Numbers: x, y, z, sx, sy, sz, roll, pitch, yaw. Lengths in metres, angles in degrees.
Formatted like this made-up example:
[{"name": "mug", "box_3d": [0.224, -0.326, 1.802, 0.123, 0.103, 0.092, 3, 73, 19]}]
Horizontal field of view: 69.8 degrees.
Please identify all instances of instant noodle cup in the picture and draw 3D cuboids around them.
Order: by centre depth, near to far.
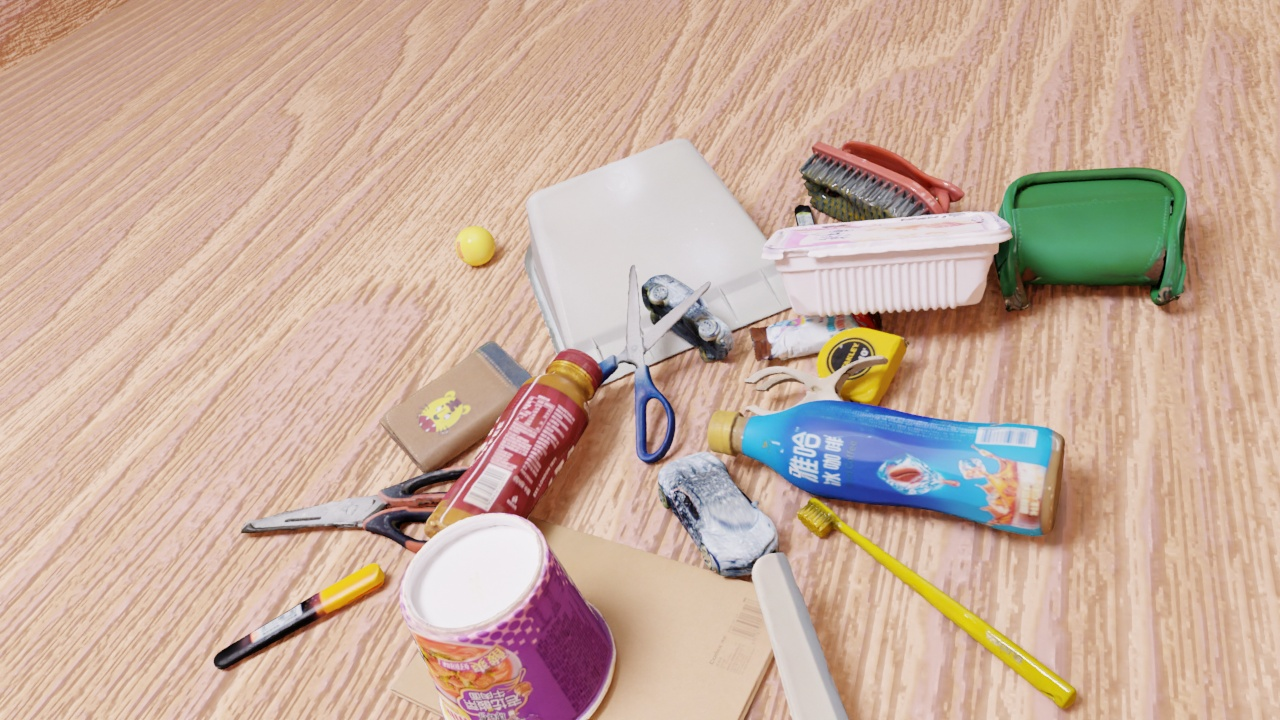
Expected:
[{"name": "instant noodle cup", "box_3d": [-0.080, 0.148, 0.519, 0.112, 0.099, 0.111, -12, 39, 9]}, {"name": "instant noodle cup", "box_3d": [0.187, -0.073, 0.703, 0.174, 0.060, 0.137, -5, 14, 16]}]

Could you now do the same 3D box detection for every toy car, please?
[{"name": "toy car", "box_3d": [0.050, 0.097, 0.600, 0.049, 0.031, 0.105, -20, 39, -17]}, {"name": "toy car", "box_3d": [0.039, -0.035, 0.739, 0.090, 0.043, 0.034, 38, 67, 23]}]

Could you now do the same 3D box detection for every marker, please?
[{"name": "marker", "box_3d": [-0.233, 0.176, 0.629, 0.123, 0.015, 0.018, -29, 38, -10]}, {"name": "marker", "box_3d": [0.152, -0.109, 0.828, 0.018, 0.015, 0.123, -14, 35, 12]}]

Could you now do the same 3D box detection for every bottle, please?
[{"name": "bottle", "box_3d": [0.148, 0.061, 0.584, 0.219, 0.065, 0.065, 6, 44, 28]}, {"name": "bottle", "box_3d": [-0.082, 0.064, 0.647, 0.057, 0.057, 0.174, 9, 49, 29]}]

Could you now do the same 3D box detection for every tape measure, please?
[{"name": "tape measure", "box_3d": [0.160, 0.006, 0.672, 0.057, 0.029, 0.060, 18, 70, 37]}]

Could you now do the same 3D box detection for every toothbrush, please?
[{"name": "toothbrush", "box_3d": [0.161, 0.135, 0.530, 0.016, 0.016, 0.190, -37, 43, -17]}]

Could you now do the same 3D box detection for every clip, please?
[{"name": "clip", "box_3d": [0.125, 0.024, 0.645, 0.101, 0.034, 0.076, -7, 73, 24]}]

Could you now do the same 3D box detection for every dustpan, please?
[{"name": "dustpan", "box_3d": [0.001, -0.093, 0.869, 0.222, 0.143, 0.257, -22, 68, -6]}]

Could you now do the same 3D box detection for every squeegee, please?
[{"name": "squeegee", "box_3d": [-0.007, 0.231, 0.441, 0.246, 0.039, 0.246, -21, 49, 4]}]

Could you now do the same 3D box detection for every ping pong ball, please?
[{"name": "ping pong ball", "box_3d": [-0.168, -0.117, 0.934, 0.040, 0.040, 0.040, -10, 39, 8]}]

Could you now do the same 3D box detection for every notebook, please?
[{"name": "notebook", "box_3d": [-0.029, 0.173, 0.558, 0.212, 0.012, 0.149, 10, 45, 30]}]

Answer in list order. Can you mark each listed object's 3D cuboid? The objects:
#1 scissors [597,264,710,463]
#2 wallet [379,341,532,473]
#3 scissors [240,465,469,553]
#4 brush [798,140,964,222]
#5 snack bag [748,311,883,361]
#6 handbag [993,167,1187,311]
[{"name": "scissors", "box_3d": [-0.008, 0.005, 0.706, 0.176, 0.012, 0.162, -34, 55, 14]}, {"name": "wallet", "box_3d": [-0.149, 0.037, 0.752, 0.115, 0.033, 0.090, -37, 43, -18]}, {"name": "scissors", "box_3d": [-0.204, 0.123, 0.679, 0.210, 0.015, 0.177, -30, 41, -15]}, {"name": "brush", "box_3d": [0.214, -0.153, 0.817, 0.069, 0.063, 0.146, -42, 44, -9]}, {"name": "snack bag", "box_3d": [0.139, -0.021, 0.717, 0.105, 0.026, 0.045, -12, 40, 9]}, {"name": "handbag", "box_3d": [0.338, -0.087, 0.696, 0.131, 0.068, 0.120, 3, 50, 22]}]
